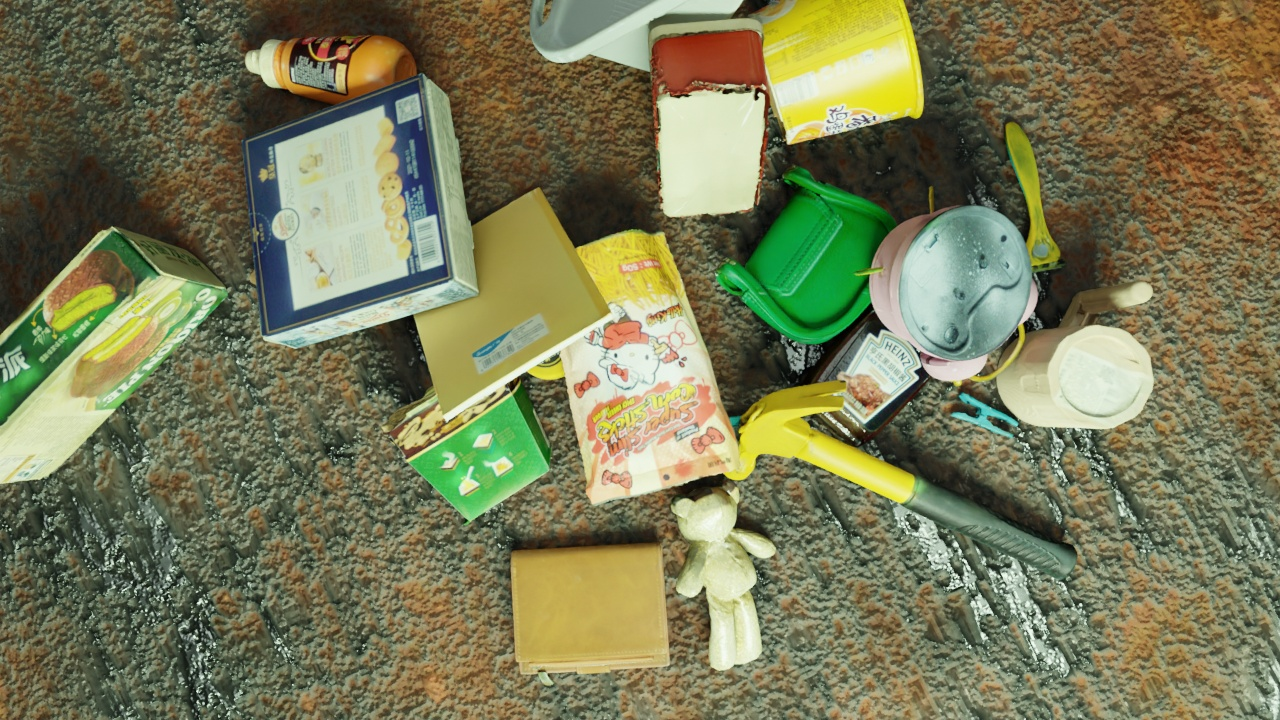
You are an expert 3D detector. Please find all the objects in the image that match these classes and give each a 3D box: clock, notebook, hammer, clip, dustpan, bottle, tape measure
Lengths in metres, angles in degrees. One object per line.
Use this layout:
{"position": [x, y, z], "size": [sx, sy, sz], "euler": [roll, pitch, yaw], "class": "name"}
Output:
{"position": [0.248, -0.049, 0.717], "size": [0.158, 0.060, 0.117], "euler": [44, 84, -18], "class": "clock"}
{"position": [-0.115, -0.055, 0.734], "size": [0.146, 0.010, 0.206], "euler": [-31, 42, 1], "class": "notebook"}
{"position": [0.220, 0.106, 0.751], "size": [0.300, 0.129, 0.032], "euler": [25, 45, -6], "class": "hammer"}
{"position": [0.294, 0.048, 0.781], "size": [0.057, 0.014, 0.047], "euler": [26, 88, 2], "class": "clip"}
{"position": [0.009, -0.337, 0.702], "size": [0.142, 0.258, 0.222], "euler": [15, 66, -12], "class": "dustpan"}
{"position": [-0.272, -0.252, 0.795], "size": [0.149, 0.066, 0.066], "euler": [10, 89, 10], "class": "bottle"}
{"position": [0.220, -0.019, 0.771], "size": [0.080, 0.044, 0.195], "euler": [42, 89, -5], "class": "bottle"}
{"position": [-0.078, -0.012, 0.792], "size": [0.057, 0.029, 0.060], "euler": [-18, 86, 2], "class": "tape measure"}

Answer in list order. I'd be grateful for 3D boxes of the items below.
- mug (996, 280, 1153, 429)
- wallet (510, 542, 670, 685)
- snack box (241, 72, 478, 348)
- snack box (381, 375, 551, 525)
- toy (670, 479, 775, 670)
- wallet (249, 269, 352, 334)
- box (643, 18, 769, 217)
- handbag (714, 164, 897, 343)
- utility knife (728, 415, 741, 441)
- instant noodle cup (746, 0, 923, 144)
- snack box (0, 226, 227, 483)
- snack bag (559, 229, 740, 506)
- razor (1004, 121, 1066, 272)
{"position": [0.355, -0.004, 0.735], "size": [0.084, 0.103, 0.124], "euler": [28, 90, 3], "class": "mug"}
{"position": [-0.043, 0.218, 0.781], "size": [0.131, 0.035, 0.119], "euler": [-4, 88, 4], "class": "wallet"}
{"position": [-0.233, -0.120, 0.753], "size": [0.183, 0.045, 0.177], "euler": [-14, 77, 16], "class": "snack box"}
{"position": [-0.131, 0.060, 0.759], "size": [0.117, 0.118, 0.105], "euler": [-33, 100, 1], "class": "snack box"}
{"position": [0.067, 0.181, 0.769], "size": [0.105, 0.066, 0.157], "euler": [-12, 92, -30], "class": "toy"}
{"position": [-0.273, -0.096, 0.809], "size": [0.101, 0.020, 0.115], "euler": [27, 87, 2], "class": "wallet"}
{"position": [0.051, -0.175, 0.714], "size": [0.091, 0.168, 0.080], "euler": [-4, 69, 2], "class": "box"}
{"position": [0.141, -0.085, 0.764], "size": [0.120, 0.068, 0.131], "euler": [34, 90, 3], "class": "handbag"}
{"position": [0.060, 0.065, 0.791], "size": [0.151, 0.013, 0.029], "euler": [-7, 91, 3], "class": "utility knife"}
{"position": [0.153, -0.244, 0.742], "size": [0.110, 0.138, 0.138], "euler": [-18, 88, 11], "class": "instant noodle cup"}
{"position": [-0.471, 0.000, 0.767], "size": [0.063, 0.114, 0.240], "euler": [44, 91, 4], "class": "snack box"}
{"position": [-0.004, 0.004, 0.752], "size": [0.128, 0.073, 0.207], "euler": [-15, 80, 4], "class": "snack bag"}
{"position": [0.329, -0.140, 0.780], "size": [0.043, 0.028, 0.132], "euler": [-10, 86, 6], "class": "razor"}
